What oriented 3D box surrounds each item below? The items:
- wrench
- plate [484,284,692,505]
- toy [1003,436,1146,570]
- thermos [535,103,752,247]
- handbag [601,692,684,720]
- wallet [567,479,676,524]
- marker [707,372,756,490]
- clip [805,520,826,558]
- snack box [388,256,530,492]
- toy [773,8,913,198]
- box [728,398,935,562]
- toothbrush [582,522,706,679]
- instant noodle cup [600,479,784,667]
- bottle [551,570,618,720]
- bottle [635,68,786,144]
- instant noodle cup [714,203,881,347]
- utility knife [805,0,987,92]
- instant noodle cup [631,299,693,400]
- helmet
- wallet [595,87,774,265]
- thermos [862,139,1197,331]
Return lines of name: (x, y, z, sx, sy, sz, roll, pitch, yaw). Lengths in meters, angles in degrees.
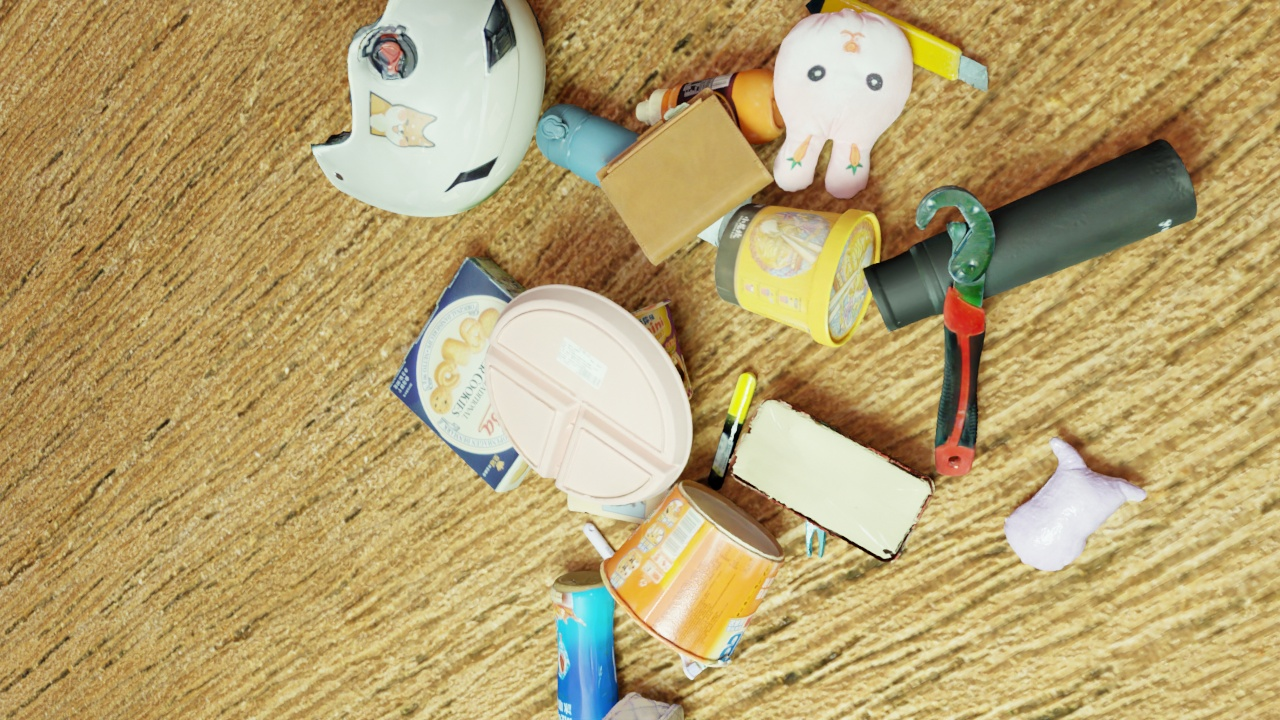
wrench: (0.257, -0.014, 0.745, 0.056, 0.016, 0.274, -6, 121, 12)
plate: (-0.058, 0.040, 0.857, 0.230, 0.028, 0.230, 17, 123, 27)
toy: (0.351, 0.127, 0.768, 0.084, 0.038, 0.108, 38, 110, 17)
thermos: (-0.002, -0.182, 0.885, 0.220, 0.070, 0.070, 29, 104, 18)
handbag: (-0.002, 0.435, 0.893, 0.076, 0.134, 0.194, 4, 96, 24)
wallet: (-0.019, 0.122, 0.940, 0.115, 0.024, 0.087, 8, 102, 24)
marker: (0.089, 0.070, 0.893, 0.018, 0.015, 0.124, 22, 105, 22)
clip: (0.165, 0.159, 0.865, 0.047, 0.014, 0.057, 1, 93, 21)
snack box: (-0.158, 0.013, 0.980, 0.182, 0.045, 0.178, 40, 109, 17)
toy: (0.172, -0.222, 0.802, 0.121, 0.054, 0.160, 5, 110, -4)
box: (0.170, 0.103, 0.819, 0.168, 0.075, 0.091, 28, 93, 19)
toothbrush: (0.001, 0.242, 0.941, 0.189, 0.029, 0.021, 50, 148, 14)
instant noodle cup: (0.055, 0.190, 0.850, 0.151, 0.151, 0.111, 36, 98, 17)
bottle: (-0.055, 0.331, 0.945, 0.065, 0.065, 0.218, -1, 93, 24)
bottle: (0.062, -0.236, 0.860, 0.150, 0.066, 0.067, 6, 96, 30)
instant noodle cup: (0.137, -0.082, 0.810, 0.114, 0.118, 0.118, 18, 100, 30)
utility knife: (0.226, -0.281, 0.807, 0.181, 0.015, 0.033, 33, 127, 17)
instant noodle cup: (-0.005, 0.005, 0.884, 0.112, 0.111, 0.099, -19, 95, 24)
helmet: (-0.176, -0.250, 0.886, 0.157, 0.229, 0.275, 34, 113, -2)
wallet: (0.036, -0.165, 0.819, 0.132, 0.031, 0.108, -36, 81, 13)
thermos: (0.308, -0.097, 0.752, 0.243, 0.089, 0.068, -22, 89, 17)
